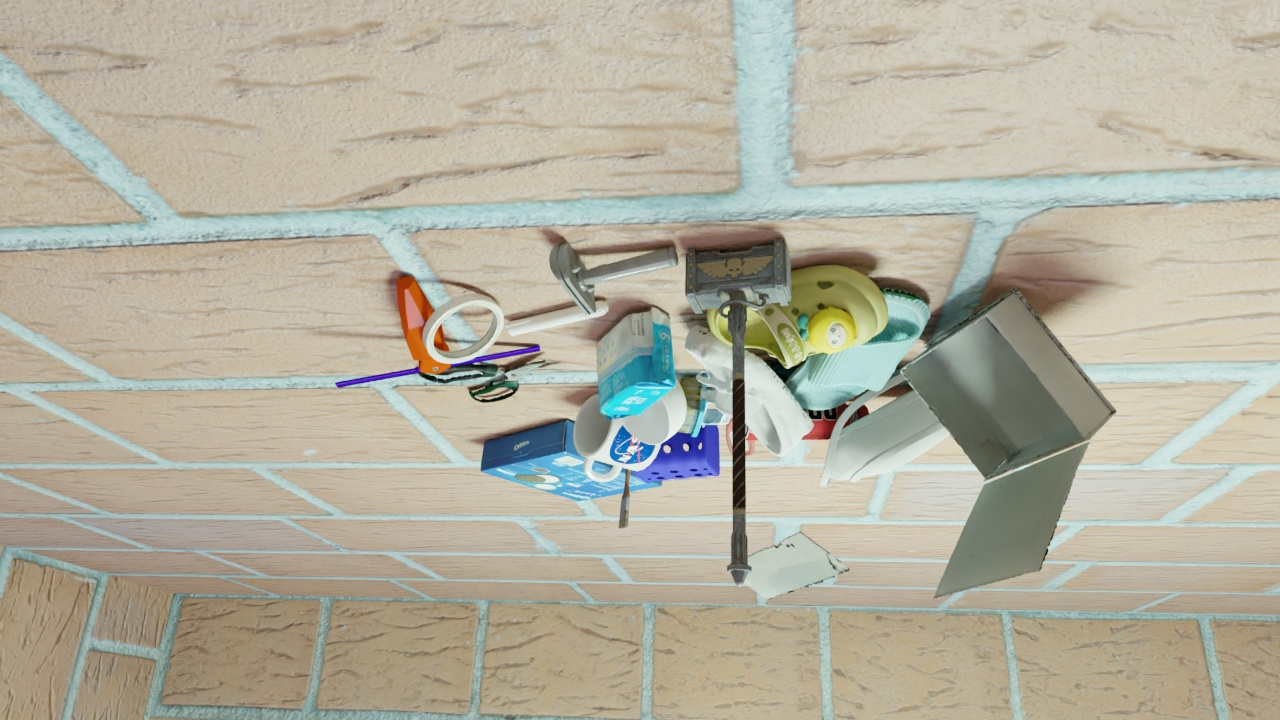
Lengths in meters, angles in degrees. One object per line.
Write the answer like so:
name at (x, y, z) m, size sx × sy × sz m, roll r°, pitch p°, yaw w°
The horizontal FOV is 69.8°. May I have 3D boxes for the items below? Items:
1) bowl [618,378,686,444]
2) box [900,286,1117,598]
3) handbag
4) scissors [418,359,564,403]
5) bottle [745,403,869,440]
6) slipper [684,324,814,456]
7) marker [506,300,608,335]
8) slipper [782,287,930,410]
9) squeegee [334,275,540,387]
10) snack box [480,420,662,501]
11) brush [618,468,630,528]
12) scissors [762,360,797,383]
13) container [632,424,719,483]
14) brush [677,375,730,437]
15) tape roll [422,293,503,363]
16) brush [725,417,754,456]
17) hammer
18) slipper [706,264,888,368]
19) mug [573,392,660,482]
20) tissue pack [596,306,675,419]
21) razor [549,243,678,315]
bowl at (0.016, 0.049, 1.164) m, size 0.054 × 0.105 × 0.105 m, roll -32°, pitch 180°, yaw -37°
box at (0.394, 0.188, 0.927) m, size 0.148 × 0.505 × 0.167 m, roll 5°, pitch 156°, yaw -17°
handbag at (0.316, 0.103, 1.213) m, size 0.216 × 0.095 × 0.223 m, roll -28°, pitch 164°, yaw -2°
scissors at (-0.201, 0.015, 1.200) m, size 0.154 × 0.015 × 0.210 m, roll 22°, pitch 151°, yaw -35°
bottle at (0.219, 0.076, 1.230) m, size 0.176 × 0.062 × 0.062 m, roll 1°, pitch 158°, yaw -11°
slipper at (0.126, 0.038, 1.097) m, size 0.112 × 0.074 × 0.247 m, roll 11°, pitch 156°, yaw 42°
marker at (-0.094, -0.049, 1.034) m, size 0.134 × 0.017 × 0.020 m, roll -11°, pitch 152°, yaw 29°
slipper at (0.242, 0.007, 1.051) m, size 0.116 × 0.069 × 0.277 m, roll 3°, pitch 152°, yaw -13°
squeegee at (-0.245, -0.030, 1.043) m, size 0.249 × 0.055 × 0.185 m, roll -10°, pitch 146°, yaw -5°
snack box at (-0.109, 0.171, 1.503) m, size 0.196 × 0.056 × 0.238 m, roll -16°, pitch 152°, yaw 37°
brush at (-0.021, 0.187, 1.420) m, size 0.008 × 0.143 × 0.045 m, roll 8°, pitch 165°, yaw -10°
scissors at (0.178, 0.020, 1.168) m, size 0.129 × 0.019 × 0.138 m, roll -9°, pitch 153°, yaw 27°
container at (0.053, 0.128, 1.351) m, size 0.114 × 0.085 × 0.084 m, roll -7°, pitch 156°, yaw 19°
brush at (0.083, 0.069, 1.244) m, size 0.075 × 0.055 × 0.136 m, roll 8°, pitch 157°, yaw 0°
tape roll at (-0.196, -0.035, 1.018) m, size 0.093 × 0.013 × 0.093 m, roll -25°, pitch 145°, yaw -19°
brush at (0.138, 0.081, 1.301) m, size 0.041 × 0.030 × 0.172 m, roll -1°, pitch 143°, yaw 12°
hammer at (0.090, 0.042, 0.840) m, size 0.098 × 0.321 × 0.044 m, roll -5°, pitch 156°, yaw 16°
slipper at (0.151, -0.039, 0.933) m, size 0.191 × 0.081 × 0.092 m, roll -4°, pitch 127°, yaw 28°
mug at (-0.038, 0.114, 1.287) m, size 0.090 × 0.121 × 0.091 m, roll 20°, pitch -172°, yaw -36°
tissue pack at (-0.006, 0.006, 1.062) m, size 0.061 × 0.092 × 0.145 m, roll 5°, pitch 158°, yaw -24°
razor at (-0.020, -0.090, 0.907) m, size 0.116 × 0.047 × 0.088 m, roll -12°, pitch 154°, yaw 13°
